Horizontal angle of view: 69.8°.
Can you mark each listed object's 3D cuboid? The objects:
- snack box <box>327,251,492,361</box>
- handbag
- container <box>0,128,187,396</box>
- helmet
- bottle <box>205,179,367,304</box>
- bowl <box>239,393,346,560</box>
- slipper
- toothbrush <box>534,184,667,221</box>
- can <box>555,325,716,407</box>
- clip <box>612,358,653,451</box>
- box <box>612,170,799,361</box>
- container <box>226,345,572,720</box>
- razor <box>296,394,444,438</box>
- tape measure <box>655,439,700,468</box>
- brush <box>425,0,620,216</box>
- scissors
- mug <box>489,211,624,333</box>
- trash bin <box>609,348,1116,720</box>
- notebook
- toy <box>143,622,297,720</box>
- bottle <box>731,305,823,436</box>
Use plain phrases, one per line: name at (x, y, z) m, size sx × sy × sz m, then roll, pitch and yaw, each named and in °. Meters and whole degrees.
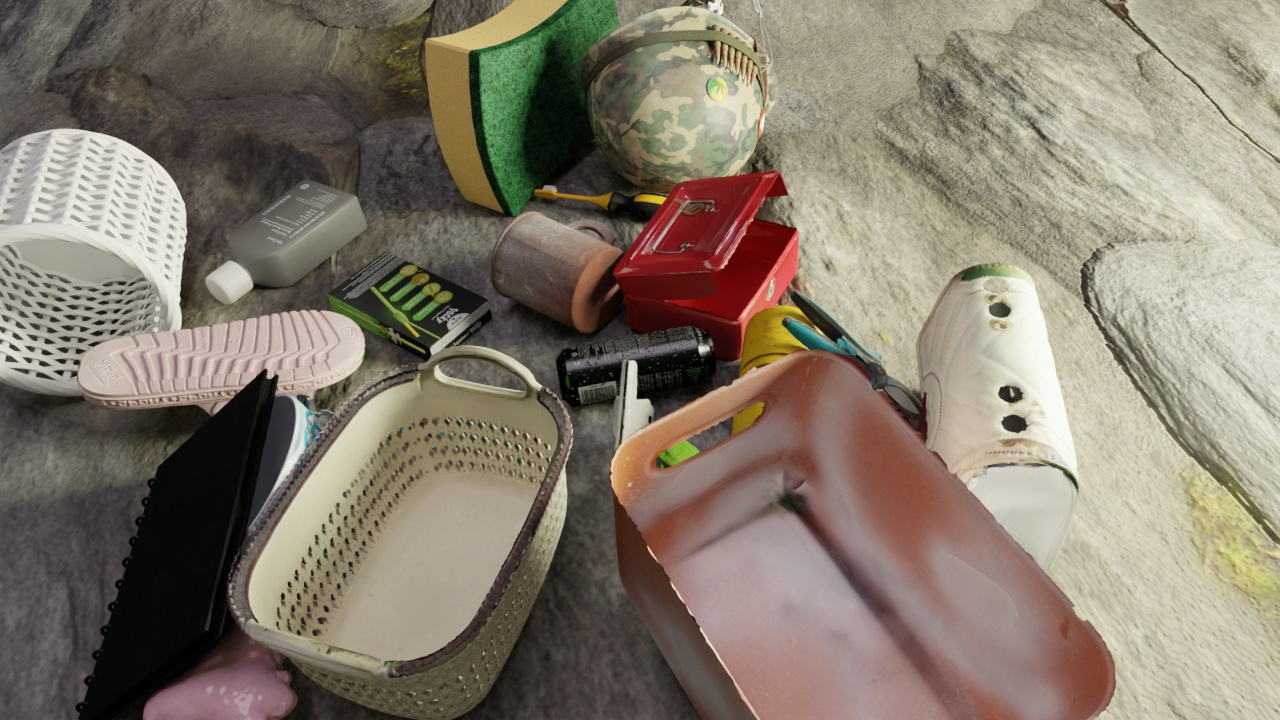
snack box at (-0.231, -0.055, 0.916) m, size 0.148 × 0.025 × 0.080 m, roll 25°, pitch 53°, yaw 28°
handbag at (0.258, 0.041, 0.684) m, size 0.096 × 0.142 × 0.198 m, roll 3°, pitch 45°, yaw 12°
container at (-0.542, -0.096, 0.879) m, size 0.189 × 0.190 × 0.186 m, roll -16°, pitch 44°, yaw -9°
helmet at (0.043, -0.297, 1.003) m, size 0.223 × 0.193 × 0.236 m, roll -5°, pitch 72°, yaw -29°
bottle at (-0.389, -0.125, 0.990) m, size 0.084 × 0.046 × 0.173 m, roll 21°, pitch 51°, yaw 25°
bowl at (-0.276, 0.106, 0.710) m, size 0.144 × 0.074 × 0.143 m, roll -30°, pitch 42°, yaw 31°
slipper at (-0.373, 0.014, 0.839) m, size 0.239 × 0.065 × 0.094 m, roll -8°, pitch 47°, yaw -20°
toothbrush at (-0.027, -0.173, 1.008) m, size 0.197 × 0.031 × 0.030 m, roll 11°, pitch 61°, yaw 18°
can at (-0.005, 0.005, 0.810) m, size 0.137 × 0.054 × 0.053 m, roll -10°, pitch 45°, yaw -4°
clip at (-0.014, 0.049, 0.772) m, size 0.040 × 0.101 × 0.054 m, roll 7°, pitch 2°, yaw 13°
box at (0.067, -0.090, 0.880) m, size 0.136 × 0.117 × 0.157 m, roll 7°, pitch 48°, yaw 35°
container at (-0.149, 0.125, 0.645) m, size 0.185 × 0.143 × 0.250 m, roll 9°, pitch 47°, yaw 17°
razor at (-0.237, 0.059, 0.809) m, size 0.144 × 0.022 × 0.042 m, roll 7°, pitch 86°, yaw 8°
tape measure at (0.035, 0.095, 0.712) m, size 0.035 × 0.059 × 0.065 m, roll -26°, pitch 50°, yaw -17°
brush at (-0.120, -0.307, 1.035) m, size 0.075 × 0.195 × 0.249 m, roll 23°, pitch 52°, yaw 26°
scissors at (0.174, -0.004, 0.765) m, size 0.150 × 0.019 × 0.130 m, roll 1°, pitch 57°, yaw -40°
mug at (-0.067, -0.094, 0.891) m, size 0.110 × 0.096 × 0.122 m, roll 30°, pitch 60°, yaw 23°
trash bin at (0.109, 0.150, 0.557) m, size 0.181 × 0.158 × 0.259 m, roll -26°, pitch 59°, yaw -18°
notebook at (-0.340, 0.134, 0.681) m, size 0.169 × 0.019 × 0.231 m, roll -36°, pitch 40°, yaw 23°
toy at (-0.274, 0.224, 0.622) m, size 0.096 × 0.053 × 0.098 m, roll 18°, pitch 45°, yaw 32°
bottle at (0.114, 0.034, 0.755) m, size 0.071 × 0.071 × 0.163 m, roll 4°, pitch 46°, yaw 10°
